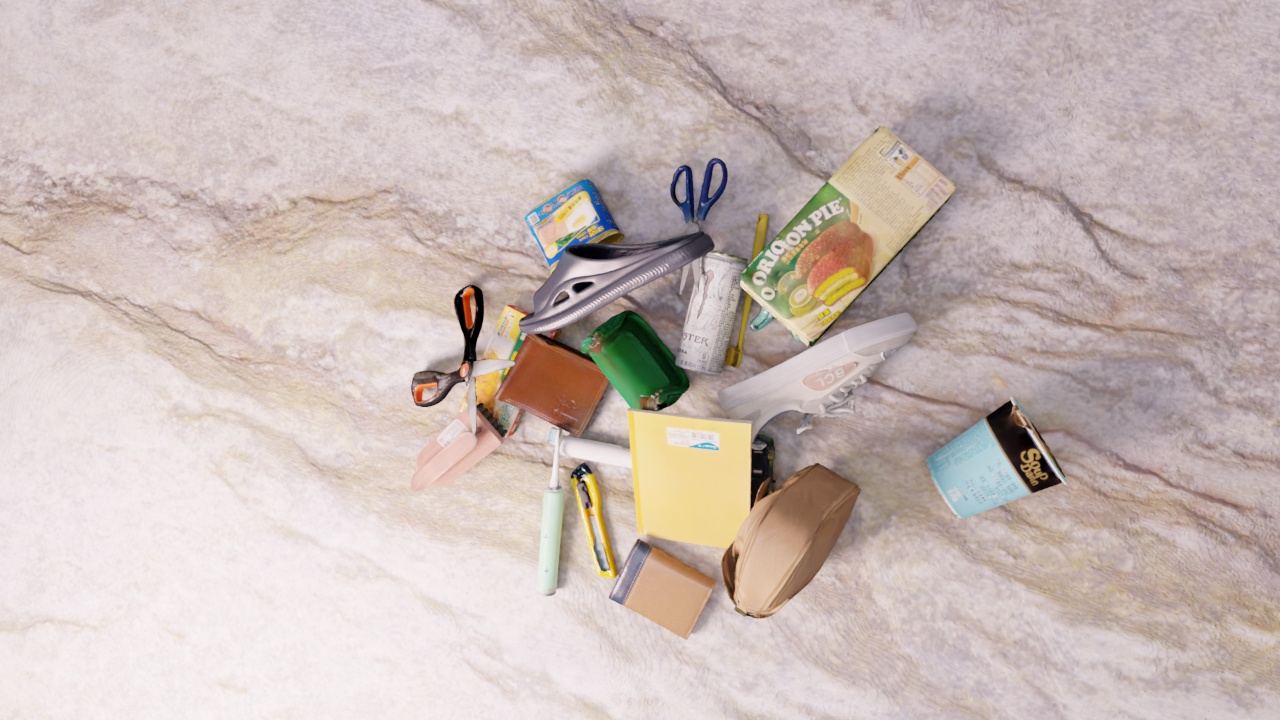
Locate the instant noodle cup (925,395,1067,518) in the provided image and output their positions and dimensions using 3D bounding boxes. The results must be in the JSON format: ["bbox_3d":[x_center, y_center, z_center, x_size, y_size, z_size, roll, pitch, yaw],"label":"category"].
[{"bbox_3d":[0.389,0.115,1.022,0.121,0.111,0.111,-33,84,21],"label":"instant noodle cup"}]

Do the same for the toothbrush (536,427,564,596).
[{"bbox_3d":[-0.113,0.195,1.172,0.027,0.026,0.224,10,102,25],"label":"toothbrush"}]

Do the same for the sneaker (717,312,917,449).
[{"bbox_3d":[0.214,0.027,1.061,0.242,0.089,0.090,-26,84,11],"label":"sneaker"}]

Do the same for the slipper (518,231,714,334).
[{"bbox_3d":[-0.040,-0.111,1.091,0.269,0.110,0.083,-22,97,29],"label":"slipper"}]

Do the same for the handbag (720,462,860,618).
[{"bbox_3d":[0.166,0.195,1.030,0.100,0.204,0.148,32,112,22],"label":"handbag"}]

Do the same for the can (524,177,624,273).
[{"bbox_3d":[-0.084,-0.167,1.150,0.102,0.057,0.083,-29,82,13],"label":"can"}]

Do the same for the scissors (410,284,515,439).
[{"bbox_3d":[-0.228,0.005,1.158,0.222,0.021,0.234,-30,53,38],"label":"scissors"}]

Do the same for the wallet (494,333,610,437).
[{"bbox_3d":[-0.108,0.030,1.159,0.124,0.032,0.101,26,101,-7],"label":"wallet"}]

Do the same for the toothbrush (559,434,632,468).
[{"bbox_3d":[0.003,0.125,1.153,0.221,0.026,0.026,9,103,14],"label":"toothbrush"}]

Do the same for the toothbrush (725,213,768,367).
[{"bbox_3d":[0.130,-0.085,1.117,0.016,0.016,0.190,8,95,-29],"label":"toothbrush"}]

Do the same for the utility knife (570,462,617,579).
[{"bbox_3d":[-0.059,0.207,1.178,0.033,0.015,0.153,-16,88,17],"label":"utility knife"}]

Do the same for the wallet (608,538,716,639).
[{"bbox_3d":[0.027,0.287,1.152,0.115,0.033,0.090,26,101,11],"label":"wallet"}]

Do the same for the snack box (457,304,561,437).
[{"bbox_3d":[-0.170,0.013,1.192,0.077,0.027,0.156,27,99,10],"label":"snack box"}]

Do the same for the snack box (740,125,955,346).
[{"bbox_3d":[0.234,-0.139,1.048,0.114,0.063,0.240,43,92,9],"label":"snack box"}]

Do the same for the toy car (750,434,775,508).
[{"bbox_3d":[0.142,0.134,1.114,0.043,0.036,0.091,3,89,13],"label":"toy car"}]

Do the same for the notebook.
[{"bbox_3d":[0.060,0.145,1.091,0.146,0.010,0.207,6,127,14],"label":"notebook"}]

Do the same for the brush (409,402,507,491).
[{"bbox_3d":[-0.241,0.118,1.177,0.146,0.072,0.063,-38,95,29],"label":"brush"}]

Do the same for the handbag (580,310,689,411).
[{"bbox_3d":[-0.007,0.006,1.103,0.068,0.120,0.131,-39,90,14],"label":"handbag"}]

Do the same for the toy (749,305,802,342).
[{"bbox_3d":[0.180,-0.058,1.103,0.092,0.030,0.097,47,109,13],"label":"toy"}]

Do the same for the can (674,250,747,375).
[{"bbox_3d":[0.086,-0.057,1.109,0.058,0.058,0.147,15,96,13],"label":"can"}]

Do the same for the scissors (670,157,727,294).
[{"bbox_3d":[0.058,-0.164,1.108,0.140,0.012,0.171,37,102,40],"label":"scissors"}]
